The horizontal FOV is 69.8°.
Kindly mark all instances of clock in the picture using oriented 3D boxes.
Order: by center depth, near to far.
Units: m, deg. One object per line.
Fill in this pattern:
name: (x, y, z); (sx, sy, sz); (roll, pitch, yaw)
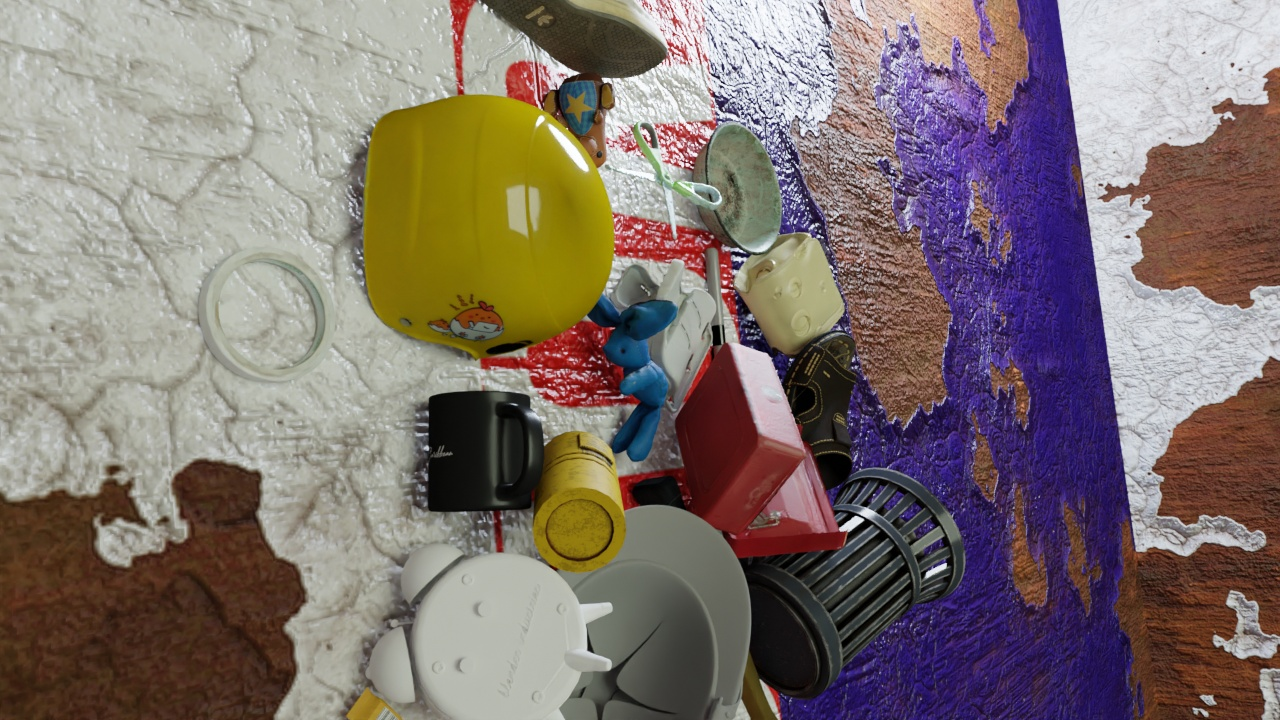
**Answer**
clock: (-0.105, 0.203, 0.664); (0.161, 0.073, 0.125); (19, 62, -7)

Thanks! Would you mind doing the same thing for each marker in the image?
marker: (0.086, -0.058, 1.040); (0.016, 0.016, 0.140); (4, 79, -50)

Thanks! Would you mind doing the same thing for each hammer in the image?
hammer: (0.081, 0.266, 0.907); (0.025, 0.118, 0.333); (-33, 103, -46)

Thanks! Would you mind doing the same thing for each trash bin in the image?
trash bin: (0.207, 0.236, 0.968); (0.226, 0.165, 0.164); (-25, 102, -37)

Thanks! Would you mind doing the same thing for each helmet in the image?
helmet: (-0.094, -0.110, 0.734); (0.239, 0.140, 0.209); (14, 72, -49)
helmet: (-0.019, 0.260, 0.773); (0.183, 0.118, 0.270); (29, 57, -1)

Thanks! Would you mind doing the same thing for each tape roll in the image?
tape roll: (-0.252, -0.031, 0.625); (0.093, 0.013, 0.093); (14, 72, -48)

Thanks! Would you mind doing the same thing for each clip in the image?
clip: (0.032, -0.034, 0.943); (0.143, 0.073, 0.124); (63, 39, -36)

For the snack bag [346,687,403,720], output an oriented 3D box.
snack bag: (-0.173, 0.271, 0.654); (0.099, 0.020, 0.026); (56, 50, -27)

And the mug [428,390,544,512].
mug: (-0.112, 0.069, 0.695); (0.078, 0.114, 0.088); (7, 77, -41)

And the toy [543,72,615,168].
toy: (-0.048, -0.236, 0.901); (0.102, 0.071, 0.090); (-57, 142, -67)

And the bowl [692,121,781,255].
bowl: (0.109, -0.198, 1.078); (0.157, 0.039, 0.157); (14, 72, -49)

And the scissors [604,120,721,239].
scissors: (0.028, -0.185, 0.944); (0.173, 0.022, 0.171); (23, 45, -39)

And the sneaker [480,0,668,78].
sneaker: (-0.072, -0.357, 0.864); (0.241, 0.089, 0.102); (21, 58, -42)

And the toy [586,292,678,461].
toy: (-0.005, 0.005, 0.858); (0.070, 0.113, 0.176); (-20, 107, -36)

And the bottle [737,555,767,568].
bottle: (0.102, 0.211, 0.988); (0.109, 0.036, 0.036); (10, 74, -49)

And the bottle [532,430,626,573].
bottle: (-0.051, 0.103, 0.752); (0.163, 0.071, 0.071); (-109, 176, -74)

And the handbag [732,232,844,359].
handbag: (0.179, -0.076, 1.107); (0.111, 0.081, 0.119); (-47, 121, -30)

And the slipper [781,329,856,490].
slipper: (0.204, 0.089, 1.065); (0.113, 0.076, 0.267); (34, 73, -48)

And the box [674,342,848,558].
box: (0.115, 0.084, 0.902); (0.157, 0.154, 0.169); (-103, -175, -49)
